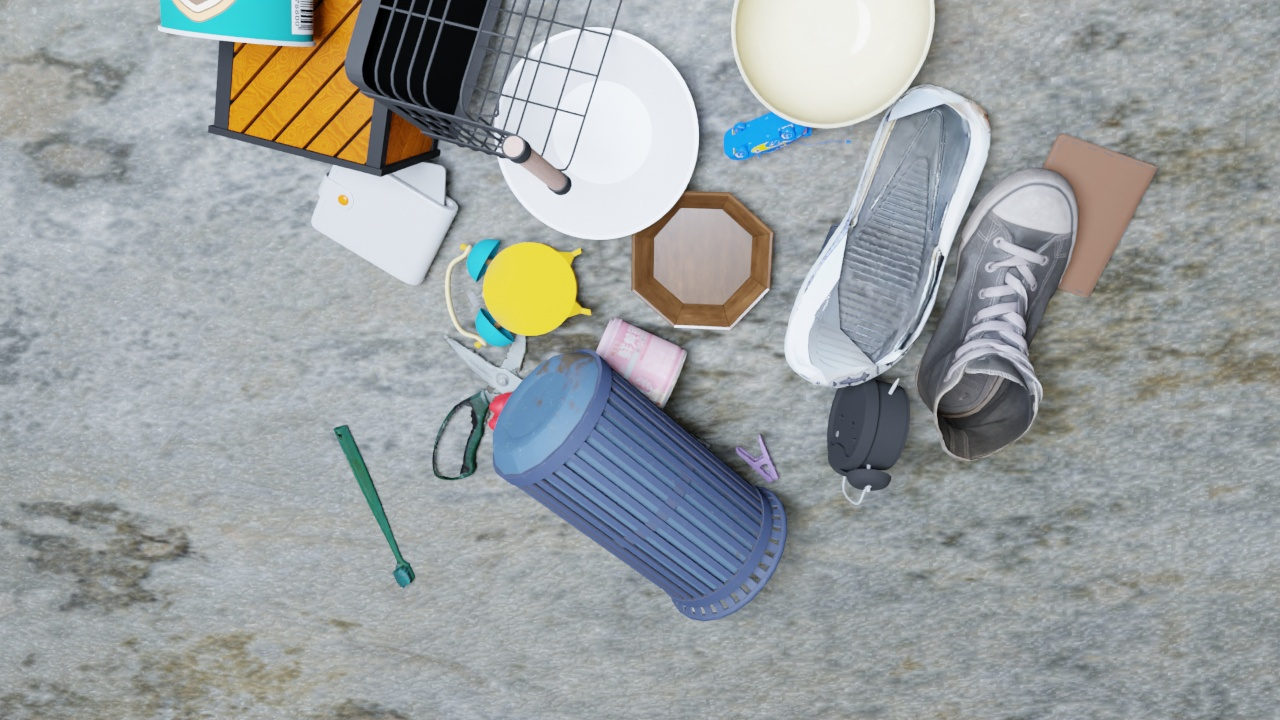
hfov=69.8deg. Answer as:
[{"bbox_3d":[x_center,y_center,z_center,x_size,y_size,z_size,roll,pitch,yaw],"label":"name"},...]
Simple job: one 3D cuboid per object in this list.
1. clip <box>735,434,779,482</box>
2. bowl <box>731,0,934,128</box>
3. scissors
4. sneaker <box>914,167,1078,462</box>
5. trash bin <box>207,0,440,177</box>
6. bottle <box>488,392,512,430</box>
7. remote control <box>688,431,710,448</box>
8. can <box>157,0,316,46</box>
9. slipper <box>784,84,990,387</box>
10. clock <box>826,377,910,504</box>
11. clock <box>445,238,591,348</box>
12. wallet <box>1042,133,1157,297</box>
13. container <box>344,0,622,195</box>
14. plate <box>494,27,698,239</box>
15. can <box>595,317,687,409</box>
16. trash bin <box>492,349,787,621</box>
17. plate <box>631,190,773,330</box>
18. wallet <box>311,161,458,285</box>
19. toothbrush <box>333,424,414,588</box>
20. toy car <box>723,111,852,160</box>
[{"bbox_3d":[0.118,0.096,0.886,0.029,0.013,0.050,-34,104,18],"label":"clip"},{"bbox_3d":[0.148,-0.263,0.721,0.151,0.075,0.151,2,110,6],"label":"bowl"},{"bbox_3d":[-0.128,0.061,0.906,0.201,0.015,0.206,36,112,-6],"label":"scissors"},{"bbox_3d":[0.297,-0.036,0.752,0.095,0.119,0.235,20,114,0],"label":"sneaker"},{"bbox_3d":[-0.238,-0.259,0.739,0.140,0.139,0.172,15,110,2],"label":"trash bin"},{"bbox_3d":[-0.071,0.057,0.867,0.141,0.041,0.042,7,110,2],"label":"bottle"},{"bbox_3d":[0.022,0.130,0.909,0.033,0.013,0.137,29,111,-3],"label":"remote control"},{"bbox_3d":[-0.266,-0.288,0.603,0.099,0.099,0.144,9,110,4],"label":"can"},{"bbox_3d":[0.209,-0.099,0.781,0.111,0.063,0.264,21,98,2],"label":"slipper"},{"bbox_3d":[0.201,0.069,0.824,0.042,0.091,0.121,11,97,-7],"label":"clock"},{"bbox_3d":[-0.114,-0.064,0.840,0.129,0.043,0.099,-8,98,1],"label":"clock"},{"bbox_3d":[0.366,-0.120,0.775,0.087,0.013,0.121,19,112,1],"label":"wallet"},{"bbox_3d":[-0.091,-0.263,0.669,0.130,0.162,0.241,18,91,13],"label":"container"},{"bbox_3d":[-0.036,-0.194,0.790,0.174,0.036,0.174,2,110,7],"label":"plate"},{"bbox_3d":[-0.005,0.005,0.841,0.076,0.067,0.067,24,110,-2],"label":"can"},{"bbox_3d":[-0.003,0.106,0.799,0.139,0.139,0.249,-40,118,18],"label":"trash bin"},{"bbox_3d":[0.055,-0.091,0.821,0.131,0.025,0.131,2,110,7],"label":"plate"},{"bbox_3d":[-0.228,-0.145,0.829,0.118,0.037,0.115,31,117,-5],"label":"wallet"},{"bbox_3d":[-0.278,0.155,0.956,0.016,0.017,0.190,-15,107,12],"label":"toothbrush"},{"bbox_3d":[0.125,-0.185,0.783,0.092,0.033,0.062,-17,148,30],"label":"toy car"}]
